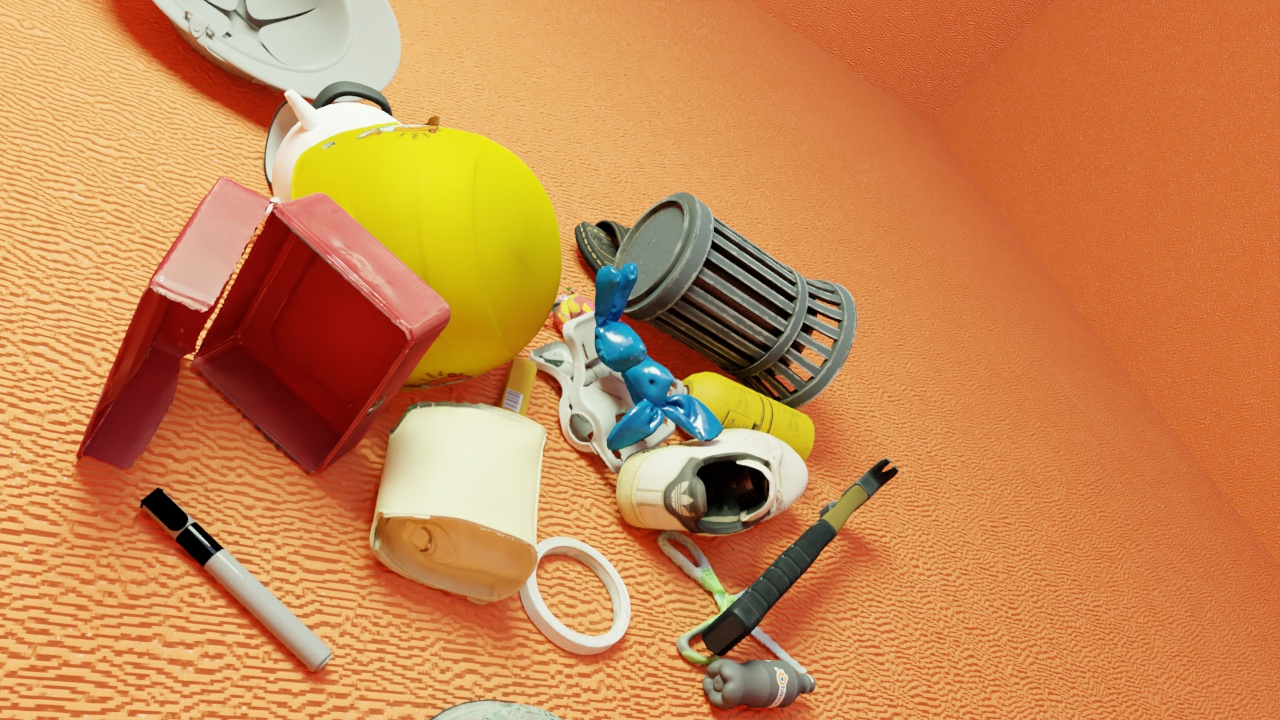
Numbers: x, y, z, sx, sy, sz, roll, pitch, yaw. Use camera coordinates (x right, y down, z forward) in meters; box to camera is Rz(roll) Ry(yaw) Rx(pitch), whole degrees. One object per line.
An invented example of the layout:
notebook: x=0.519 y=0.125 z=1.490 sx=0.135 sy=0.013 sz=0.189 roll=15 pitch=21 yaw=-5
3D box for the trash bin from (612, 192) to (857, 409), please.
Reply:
trash bin: x=0.093 y=-0.065 z=0.985 sx=0.227 sy=0.165 sz=0.164 roll=29 pitch=32 yaw=-29

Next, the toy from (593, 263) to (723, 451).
toy: x=-0.005 y=0.005 z=0.800 sx=0.112 sy=0.071 sz=0.176 roll=-24 pitch=91 yaw=-47

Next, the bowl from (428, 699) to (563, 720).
bowl: x=-0.066 y=0.263 z=0.527 sx=0.157 sy=0.039 sz=0.157 roll=29 pitch=33 yaw=-21

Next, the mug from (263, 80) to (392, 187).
mug: x=-0.265 y=-0.193 z=0.807 sx=0.087 sy=0.114 sz=0.078 roll=9 pitch=42 yaw=-43

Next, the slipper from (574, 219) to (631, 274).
slipper: x=0.040 y=-0.109 z=1.089 sx=0.267 sy=0.076 sz=0.113 roll=18 pitch=38 yaw=-35

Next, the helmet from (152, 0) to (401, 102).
helmet: x=-0.367 y=-0.333 z=0.879 sx=0.271 sy=0.118 sz=0.183 roll=39 pitch=61 yaw=-16

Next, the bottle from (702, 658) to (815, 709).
bottle: x=0.098 y=0.256 z=0.727 sx=0.109 sy=0.036 sz=0.036 roll=16 pitch=39 yaw=-37

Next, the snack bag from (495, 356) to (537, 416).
snack bag: x=-0.109 y=0.029 z=0.796 sx=0.026 sy=0.020 sz=0.099 roll=24 pitch=34 yaw=-14

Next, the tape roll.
tape roll: x=-0.048 y=0.175 z=0.686 sx=0.093 sy=0.013 sz=0.092 roll=29 pitch=33 yaw=-21

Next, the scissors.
scissors: x=0.076 y=0.207 z=0.786 sx=0.174 sy=0.022 sz=0.171 roll=47 pitch=27 yaw=19

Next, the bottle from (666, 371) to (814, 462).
bottle: x=0.096 y=0.059 z=0.943 sx=0.163 sy=0.071 sz=0.071 roll=24 pitch=35 yaw=-28

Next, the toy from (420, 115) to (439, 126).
toy: x=-0.208 y=-0.175 z=0.866 sx=0.070 sy=0.103 sz=0.090 roll=14 pitch=33 yaw=-40

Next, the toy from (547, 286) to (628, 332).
toy: x=-0.050 y=-0.038 z=0.930 sx=0.103 sy=0.046 sz=0.084 roll=32 pitch=10 yaw=-20

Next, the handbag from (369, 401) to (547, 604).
handbag: x=-0.126 y=0.093 z=0.643 sx=0.111 sy=0.081 sz=0.119 roll=21 pitch=37 yaw=-19

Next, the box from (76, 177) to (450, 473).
box: x=-0.223 y=-0.007 z=0.578 sx=0.168 sy=0.157 sz=0.153 roll=24 pitch=37 yaw=-26

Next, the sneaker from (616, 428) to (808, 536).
sneaker: x=0.093 y=0.108 z=0.826 sx=0.241 sy=0.103 sz=0.089 roll=-1 pitch=87 yaw=-45

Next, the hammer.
hammer: x=0.153 y=0.168 z=0.832 sx=0.025 sy=0.118 sz=0.332 roll=47 pitch=33 yaw=13

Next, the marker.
marker: x=-0.233 y=0.127 z=0.531 sx=0.140 sy=0.016 sz=0.016 roll=43 pitch=30 yaw=2

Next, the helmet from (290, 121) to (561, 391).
helmet: x=-0.132 y=-0.083 z=0.704 sx=0.239 sy=0.140 sz=0.209 roll=-23 pitch=110 yaw=-53

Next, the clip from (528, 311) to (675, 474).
clip: x=-0.035 y=0.030 z=0.851 sx=0.142 sy=0.073 sz=0.124 roll=53 pitch=29 yaw=4

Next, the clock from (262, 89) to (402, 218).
clock: x=-0.229 y=-0.142 z=0.760 sx=0.073 sy=0.125 sz=0.160 roll=38 pitch=18 yaw=35
